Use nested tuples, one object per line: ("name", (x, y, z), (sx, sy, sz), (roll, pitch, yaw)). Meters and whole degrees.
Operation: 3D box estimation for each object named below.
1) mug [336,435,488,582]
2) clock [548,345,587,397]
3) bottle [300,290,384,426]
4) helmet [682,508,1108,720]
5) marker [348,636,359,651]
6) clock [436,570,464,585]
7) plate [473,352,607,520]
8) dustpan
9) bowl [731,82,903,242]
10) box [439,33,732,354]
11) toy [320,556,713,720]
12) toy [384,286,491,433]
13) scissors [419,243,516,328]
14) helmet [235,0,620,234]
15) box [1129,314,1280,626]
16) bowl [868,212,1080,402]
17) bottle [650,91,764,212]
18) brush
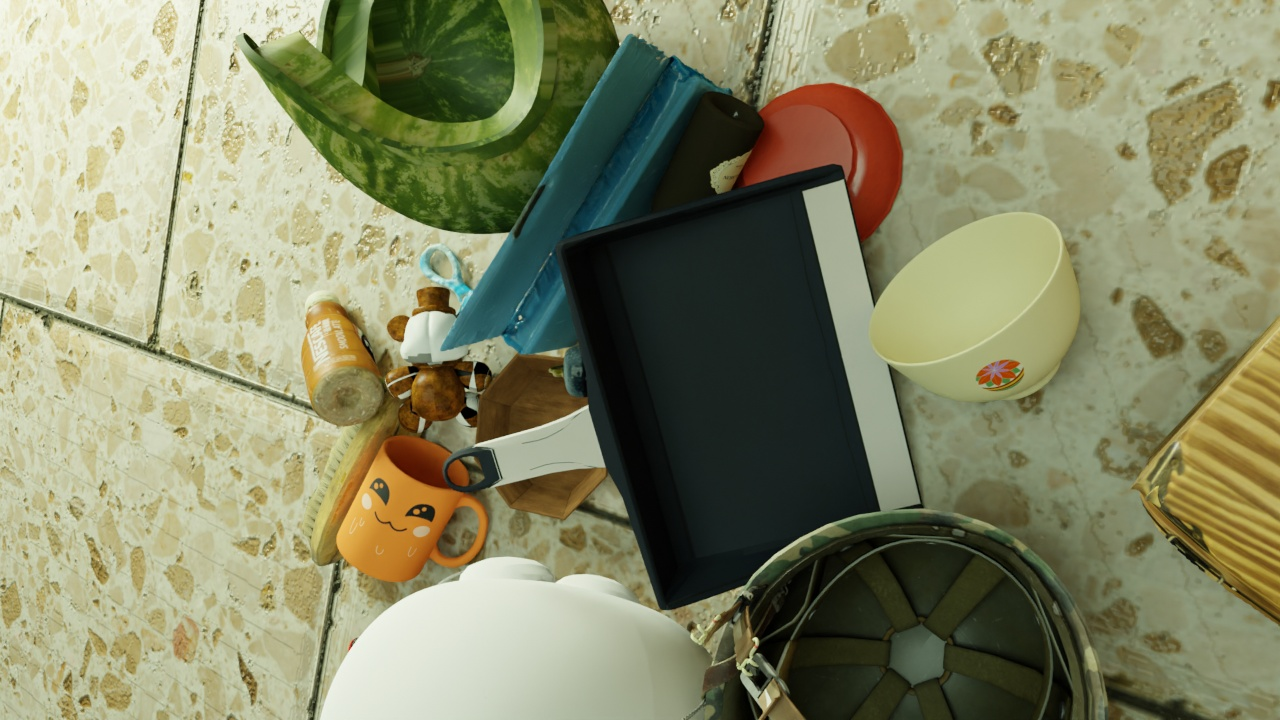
("mug", (-0.184, 0.132, 0.772), (0.112, 0.077, 0.096), (29, 106, -4))
("clock", (-0.004, 0.004, 0.651), (0.130, 0.090, 0.052), (5, 97, 24))
("bottle", (-0.266, -0.010, 0.799), (0.059, 0.059, 0.167), (-58, 38, 16))
("helmet", (0.130, 0.186, 0.480), (0.193, 0.236, 0.224), (37, 89, 21))
("marker", (-0.203, 0.235, 0.805), (0.145, 0.021, 0.023), (-27, 54, 27))
("clock", (-0.141, 0.225, 0.729), (0.043, 0.091, 0.121), (10, 108, 40))
("plate", (-0.072, 0.059, 0.724), (0.131, 0.025, 0.131), (0, 89, 27))
("dustpan", (0.017, 0.031, 0.562), (0.273, 0.080, 0.236), (-14, 99, 11))
("bowl", (0.111, -0.130, 0.617), (0.122, 0.035, 0.122), (-1, 89, 30))
("box", (-0.033, -0.100, 0.622), (0.033, 0.174, 0.232), (39, 109, 15))
("toy", (-0.076, 0.272, 0.581), (0.266, 0.262, 0.280), (-19, 56, 52))
("toy", (-0.167, -0.001, 0.755), (0.087, 0.067, 0.112), (-5, 77, -3))
("scissors", (-0.151, -0.037, 0.784), (0.137, 0.012, 0.127), (30, 104, 25))
("helmet", (-0.124, -0.201, 0.640), (0.243, 0.247, 0.213), (40, 95, -11))
("box", (0.382, 0.058, 0.355), (0.279, 0.220, 0.259), (41, 111, 23))
("bowl", (0.204, -0.018, 0.533), (0.118, 0.117, 0.074), (-34, 115, 26))
("bottle", (0.025, -0.096, 0.644), (0.045, 0.045, 0.185), (46, 129, 23))
("brush", (-0.243, 0.094, 0.807), (0.043, 0.059, 0.195), (37, 103, 37))
